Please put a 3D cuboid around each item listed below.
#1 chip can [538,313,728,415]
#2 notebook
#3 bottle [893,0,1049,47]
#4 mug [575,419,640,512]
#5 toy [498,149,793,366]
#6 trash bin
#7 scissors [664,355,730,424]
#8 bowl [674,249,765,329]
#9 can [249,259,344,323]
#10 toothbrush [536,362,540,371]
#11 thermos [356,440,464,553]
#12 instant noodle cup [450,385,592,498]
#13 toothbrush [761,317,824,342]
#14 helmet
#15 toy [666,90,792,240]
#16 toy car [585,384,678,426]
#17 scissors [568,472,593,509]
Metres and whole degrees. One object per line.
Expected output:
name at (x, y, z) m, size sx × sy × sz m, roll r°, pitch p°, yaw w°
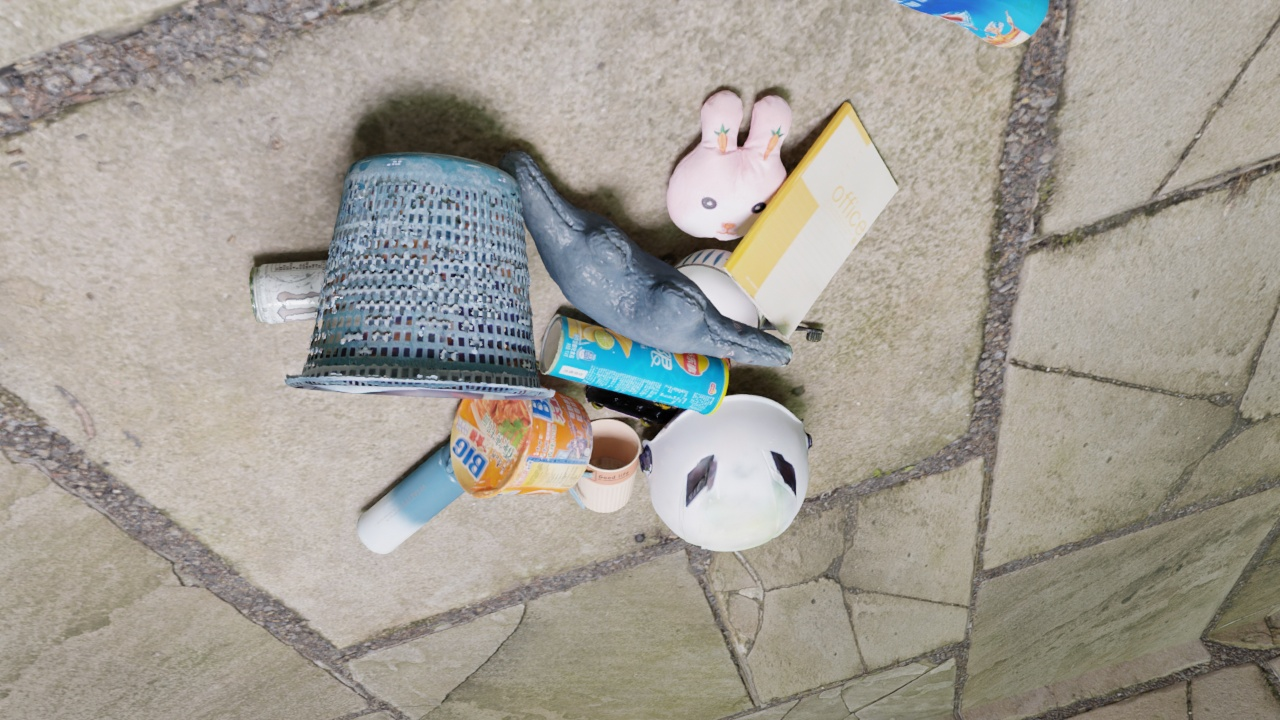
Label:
chip can at (-0.006, 0.006, 1.053) m, size 0.210 × 0.071 × 0.071 m, roll 15°, pitch 132°, yaw -21°
notebook at (0.179, -0.138, 0.941) m, size 0.206 × 0.010 × 0.146 m, roll -53°, pitch 135°, yaw -4°
bottle at (0.251, -0.329, 0.779) m, size 0.218 × 0.065 × 0.065 m, roll 10°, pitch 134°, yaw -28°
mug at (-0.060, 0.137, 1.210) m, size 0.114 × 0.081 × 0.106 m, roll 14°, pitch 140°, yaw 6°
toy at (-0.006, -0.079, 0.927) m, size 0.356 × 0.091 × 0.138 m, roll 33°, pitch 153°, yaw -17°
trash bin at (-0.183, -0.067, 0.800) m, size 0.226 × 0.195 × 0.226 m, roll 3°, pitch 175°, yaw 0°
scissors at (0.068, 0.049, 1.193) m, size 0.194 × 0.015 × 0.206 m, roll -30°, pitch 139°, yaw 15°
bowl at (0.089, -0.075, 1.000) m, size 0.116 × 0.066 × 0.117 m, roll 21°, pitch 140°, yaw 19°
can at (-0.299, -0.070, 0.896) m, size 0.146 × 0.058 × 0.058 m, roll -6°, pitch 139°, yaw -13°
toothbrush at (-0.055, -0.002, 1.090) m, size 0.185 × 0.017 × 0.012 m, roll -10°, pitch 107°, yaw -8°
thermos at (-0.275, 0.168, 1.175) m, size 0.221 × 0.070 × 0.070 m, roll -39°, pitch 136°, yaw 25°
instant noodle cup at (-0.135, 0.092, 1.080) m, size 0.111 × 0.151 × 0.152 m, roll 17°, pitch 131°, yaw -44°
toothbrush at (0.133, -0.045, 1.097) m, size 0.212 × 0.026 × 0.027 m, roll 8°, pitch 95°, yaw -27°
helmet at (0.117, 0.166, 1.198) m, size 0.229 × 0.145 × 0.259 m, roll -5°, pitch 149°, yaw -7°
toy at (0.089, -0.186, 0.901) m, size 0.121 × 0.054 × 0.160 m, roll 2°, pitch 131°, yaw -8°
toy car at (-0.010, 0.046, 1.147) m, size 0.122 × 0.037 × 0.056 m, roll 19°, pitch 138°, yaw -22°
scissors at (-0.112, 0.137, 1.187) m, size 0.134 × 0.017 × 0.136 m, roll 1°, pitch 118°, yaw 41°
